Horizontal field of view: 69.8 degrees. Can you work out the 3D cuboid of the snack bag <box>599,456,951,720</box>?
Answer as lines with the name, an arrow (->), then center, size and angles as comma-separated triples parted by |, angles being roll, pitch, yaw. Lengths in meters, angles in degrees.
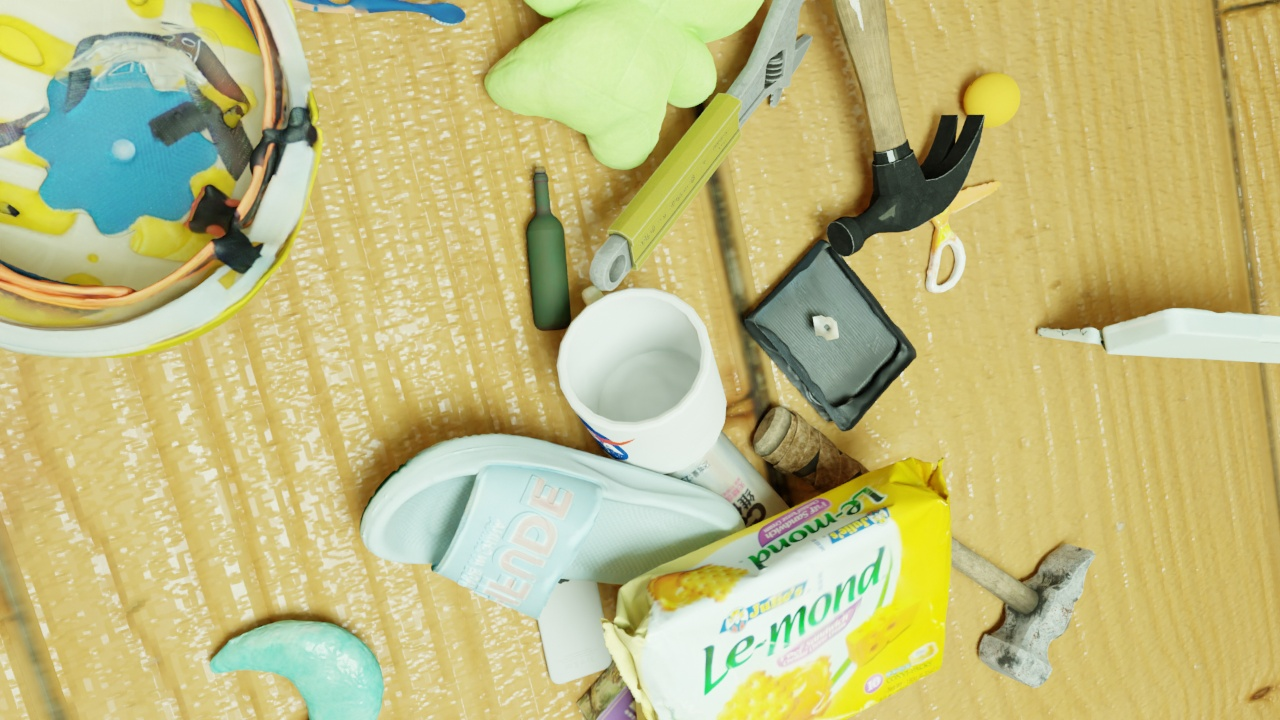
snack bag -> 0.096, 0.166, 0.584 | 0.247, 0.068, 0.160 | -20, 120, -18

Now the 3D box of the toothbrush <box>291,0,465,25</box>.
toothbrush -> -0.174, -0.219, 0.555 | 0.135, 0.017, 0.021 | 4, 89, -17

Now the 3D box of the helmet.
helmet -> -0.273, -0.113, 0.465 | 0.209, 0.140, 0.239 | 12, 77, -20

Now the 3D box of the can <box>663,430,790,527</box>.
can -> 0.070, 0.103, 0.640 | 0.054, 0.054, 0.135 | -44, 106, -12

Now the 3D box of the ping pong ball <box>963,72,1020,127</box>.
ping pong ball -> 0.266, -0.197, 0.695 | 0.040, 0.040, 0.040 | -1, 94, -19

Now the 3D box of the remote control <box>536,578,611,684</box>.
remote control -> -0.054, 0.146, 0.625 | 0.045, 0.008, 0.147 | -13, 98, -18

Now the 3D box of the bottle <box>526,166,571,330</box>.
bottle -> -0.061, -0.073, 0.598 | 0.025, 0.025, 0.106 | -6, 96, -19

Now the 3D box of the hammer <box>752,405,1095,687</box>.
hammer -> 0.217, 0.130, 0.702 | 0.318, 0.049, 0.121 | 34, 80, -16

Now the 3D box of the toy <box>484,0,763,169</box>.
toy -> 0.001, -0.224, 0.572 | 0.150, 0.107, 0.197 | 27, 95, -20

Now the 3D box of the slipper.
slipper -> -0.044, 0.110, 0.562 | 0.245, 0.074, 0.104 | 12, 126, -19

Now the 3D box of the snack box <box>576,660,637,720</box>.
snack box -> 0.056, 0.238, 0.652 | 0.148, 0.041, 0.143 | -46, 106, -11

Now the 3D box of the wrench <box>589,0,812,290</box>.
wrench -> 0.048, -0.149, 0.591 | 0.018, 0.084, 0.272 | 26, 65, 24

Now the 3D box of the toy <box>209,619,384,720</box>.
toy -> -0.203, 0.202, 0.566 | 0.085, 0.033, 0.105 | -28, 103, -4

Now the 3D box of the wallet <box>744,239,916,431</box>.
wallet -> 0.139, -0.018, 0.670 | 0.089, 0.026, 0.115 | -45, 105, -13

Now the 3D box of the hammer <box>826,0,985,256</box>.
hammer -> 0.150, -0.234, 0.607 | 0.132, 0.040, 0.306 | -29, 115, -20

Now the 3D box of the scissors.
scissors -> 0.229, -0.109, 0.704 | 0.125, 0.011, 0.128 | -22, 102, -15

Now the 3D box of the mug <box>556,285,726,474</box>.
mug -> -0.003, 0.003, 0.579 | 0.091, 0.090, 0.121 | -30, 65, -2

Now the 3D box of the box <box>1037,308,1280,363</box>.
box -> 0.434, -0.016, 0.715 | 0.197, 0.135, 0.040 | 4, 82, -19
